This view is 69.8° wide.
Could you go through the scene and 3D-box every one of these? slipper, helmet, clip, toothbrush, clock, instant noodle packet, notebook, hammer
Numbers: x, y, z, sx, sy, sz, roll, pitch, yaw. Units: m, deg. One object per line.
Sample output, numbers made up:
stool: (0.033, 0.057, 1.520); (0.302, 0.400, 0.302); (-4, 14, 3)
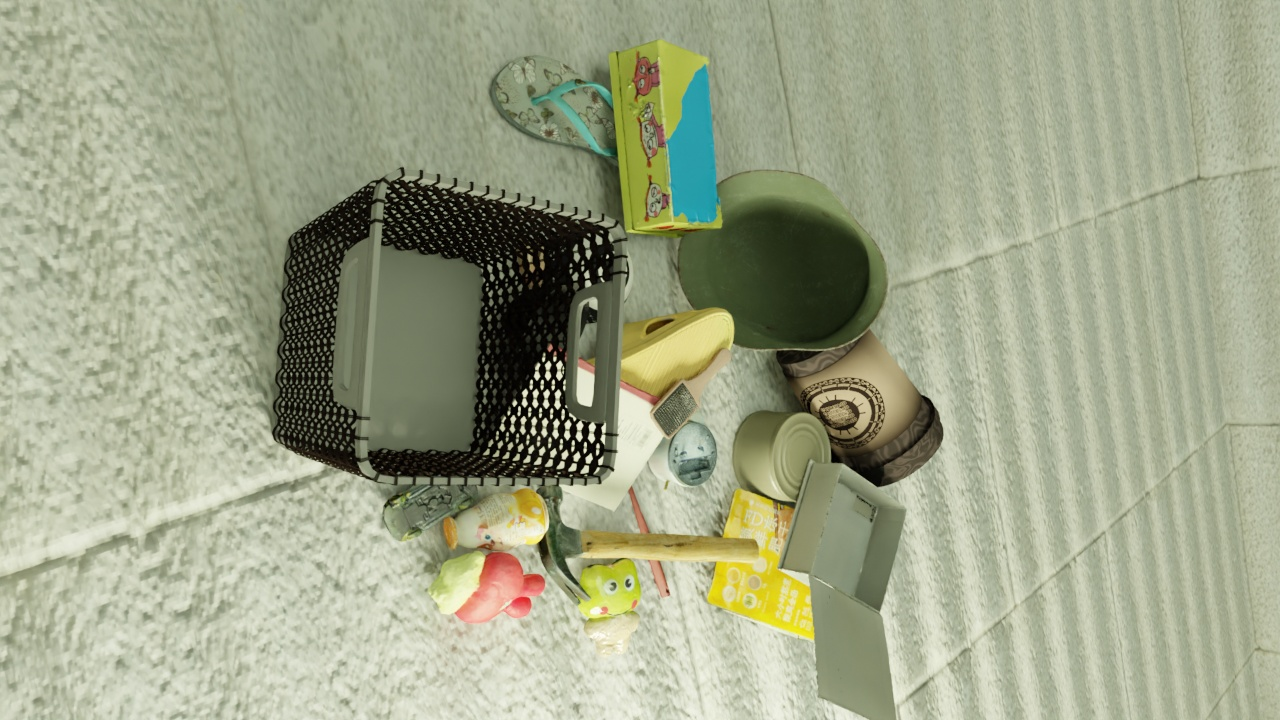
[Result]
slipper: (-0.053, -0.296, 1.107); (0.268, 0.055, 0.098); (16, 76, -40)
helmet: (0.200, -0.119, 1.212); (0.227, 0.268, 0.153); (-65, 160, 11)
clip: (-0.120, -0.115, 1.064); (0.045, 0.025, 0.061); (-18, 107, -37)
toothbrush: (0.007, 0.215, 1.161); (0.016, 0.016, 0.190); (-27, 105, -38)
clock: (0.053, 0.105, 1.177); (0.083, 0.057, 0.117); (-4, 91, -39)
slipper: (-0.007, 0.007, 1.117); (0.263, 0.078, 0.100); (-23, 122, -20)
instant noodle packet: (0.191, 0.288, 1.282); (0.221, 0.084, 0.162); (28, 72, -30)
notebook: (-0.065, 0.083, 1.066); (0.208, 0.012, 0.153); (29, 96, -37)
hammer: (0.020, 0.230, 1.124); (0.330, 0.033, 0.132); (11, 58, -36)

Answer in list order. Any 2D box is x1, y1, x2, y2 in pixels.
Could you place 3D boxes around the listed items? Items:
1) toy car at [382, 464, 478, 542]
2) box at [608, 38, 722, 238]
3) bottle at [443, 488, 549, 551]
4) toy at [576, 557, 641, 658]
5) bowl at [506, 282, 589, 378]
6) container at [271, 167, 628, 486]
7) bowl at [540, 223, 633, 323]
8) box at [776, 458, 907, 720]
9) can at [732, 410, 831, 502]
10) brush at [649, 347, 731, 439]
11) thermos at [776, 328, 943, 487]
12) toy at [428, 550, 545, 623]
toy car: (-0.222, 0.147, 0.963); (0.105, 0.033, 0.048); (-30, 109, -31)
box: (0.032, -0.265, 1.126); (0.124, 0.079, 0.221); (-9, 95, -54)
bottle: (-0.157, 0.177, 0.997); (0.109, 0.063, 0.063); (-7, 93, -27)
toy: (-0.036, 0.300, 1.106); (0.092, 0.043, 0.118); (-2, 91, -41)
bowl: (-0.116, -0.043, 1.031); (0.123, 0.052, 0.124); (-47, 153, -33)
container: (-0.188, -0.015, 0.859); (0.245, 0.244, 0.247); (6, 84, -39)
bowl: (-0.053, -0.105, 1.089); (0.120, 0.066, 0.120); (2, 87, -40)
box: (0.261, 0.344, 1.191); (0.166, 0.109, 0.417); (33, 54, -31)
can: (0.199, 0.134, 1.287); (0.127, 0.073, 0.127); (2, 87, -40)
brush: (0.068, 0.035, 1.113); (0.135, 0.015, 0.050); (-46, 124, -18)
thermos: (0.311, 0.049, 1.330); (0.226, 0.173, 0.172); (52, 58, -18)
toy: (-0.162, 0.245, 0.990); (0.135, 0.045, 0.092); (20, 110, -39)
